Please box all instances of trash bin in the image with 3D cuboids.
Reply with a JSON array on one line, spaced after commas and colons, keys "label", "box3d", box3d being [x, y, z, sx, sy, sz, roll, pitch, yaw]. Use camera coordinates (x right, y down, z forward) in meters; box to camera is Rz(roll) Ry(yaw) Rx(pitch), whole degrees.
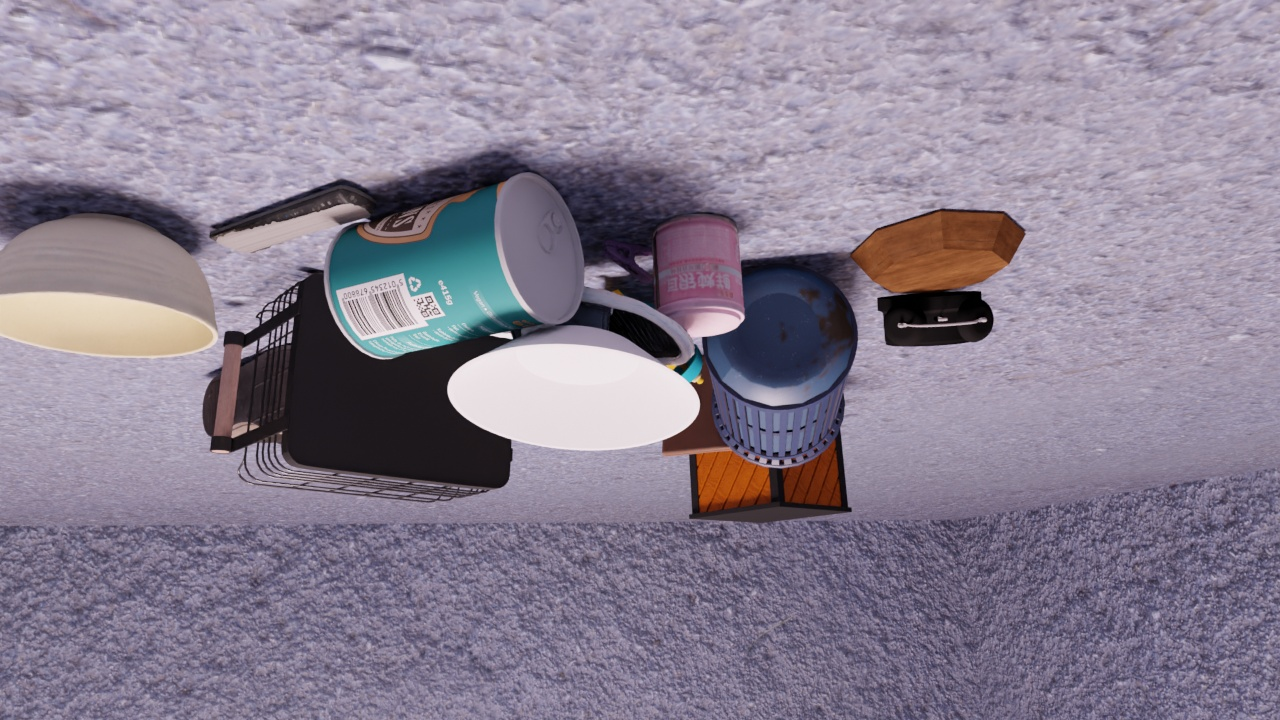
[{"label": "trash bin", "box3d": [0.129, 0.011, 0.859, 0.139, 0.139, 0.249, -4, 163, 7]}, {"label": "trash bin", "box3d": [0.154, 0.106, 1.136, 0.139, 0.171, 0.140, 12, 159, -42]}]

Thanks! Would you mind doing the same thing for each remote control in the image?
[{"label": "remote control", "box3d": [-0.243, -0.097, 0.640, 0.137, 0.013, 0.033, -9, 163, 29]}]

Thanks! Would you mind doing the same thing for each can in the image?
[{"label": "can", "box3d": [0.043, -0.062, 0.690, 0.067, 0.076, 0.067, -2, 165, -1]}, {"label": "can", "box3d": [-0.125, -0.061, 0.625, 0.144, 0.099, 0.099, -10, 163, 26]}]

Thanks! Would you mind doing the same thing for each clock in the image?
[{"label": "clock", "box3d": [0.009, -0.022, 0.822, 0.044, 0.099, 0.129, -48, 149, 4]}, {"label": "clock", "box3d": [0.256, -0.036, 0.807, 0.091, 0.042, 0.120, -4, -175, 6]}]

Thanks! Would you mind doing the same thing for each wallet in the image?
[{"label": "wallet", "box3d": [0.066, 0.047, 1.015, 0.087, 0.120, 0.013, -7, 148, 13]}]

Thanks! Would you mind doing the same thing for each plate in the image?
[{"label": "plate", "box3d": [0.239, -0.083, 0.739, 0.131, 0.025, 0.131, -2, 165, -1]}, {"label": "plate", "box3d": [-0.045, 0.014, 0.647, 0.174, 0.036, 0.174, 2, 153, 1]}]

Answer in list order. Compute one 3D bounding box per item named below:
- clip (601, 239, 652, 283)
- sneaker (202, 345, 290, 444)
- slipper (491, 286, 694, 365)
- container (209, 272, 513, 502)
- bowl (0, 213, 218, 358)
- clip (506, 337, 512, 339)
[{"label": "clip", "box3d": [-0.009, -0.080, 0.718, 0.050, 0.029, 0.013, 18, 157, -35]}, {"label": "sneaker", "box3d": [-0.366, 0.046, 1.002, 0.235, 0.095, 0.119, -18, 161, 37]}, {"label": "slipper", "box3d": [-0.079, -0.018, 0.714, 0.264, 0.063, 0.111, 14, 161, 28]}, {"label": "container", "box3d": [-0.237, 0.036, 0.829, 0.241, 0.162, 0.131, 14, 158, -40]}, {"label": "bowl", "box3d": [-0.379, -0.057, 0.651, 0.151, 0.075, 0.151, -2, 164, -1]}, {"label": "clip", "box3d": [-0.099, -0.025, 0.847, 0.130, 0.030, 0.120, 30, 150, -32]}]
